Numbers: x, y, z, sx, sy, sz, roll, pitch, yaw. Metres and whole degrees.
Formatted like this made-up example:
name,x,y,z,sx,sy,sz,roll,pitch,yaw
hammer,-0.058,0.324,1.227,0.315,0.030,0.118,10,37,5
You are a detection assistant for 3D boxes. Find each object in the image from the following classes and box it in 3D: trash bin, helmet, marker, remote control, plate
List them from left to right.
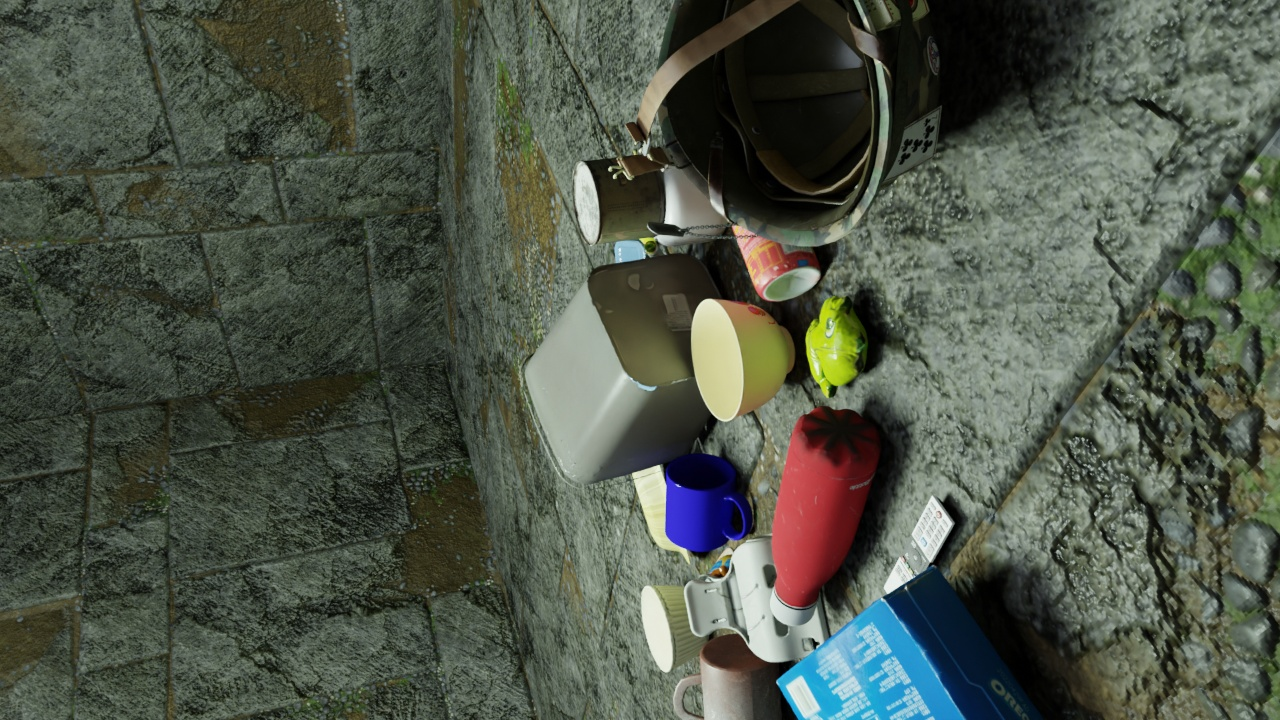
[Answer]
name,x,y,z,sx,sy,sz,roll,pitch,yaw
trash bin,-0.006,0.006,1.056,0.197,0.197,0.221,65,151,21
plate,0.018,0.184,1.208,0.184,0.036,0.184,160,92,-88
marker,0.025,-0.115,1.065,0.146,0.017,0.017,29,-132,-77
helmet,0.089,-0.183,0.600,0.193,0.235,0.224,-43,54,51
remote control,0.220,0.154,0.721,0.124,0.011,0.028,99,155,-43

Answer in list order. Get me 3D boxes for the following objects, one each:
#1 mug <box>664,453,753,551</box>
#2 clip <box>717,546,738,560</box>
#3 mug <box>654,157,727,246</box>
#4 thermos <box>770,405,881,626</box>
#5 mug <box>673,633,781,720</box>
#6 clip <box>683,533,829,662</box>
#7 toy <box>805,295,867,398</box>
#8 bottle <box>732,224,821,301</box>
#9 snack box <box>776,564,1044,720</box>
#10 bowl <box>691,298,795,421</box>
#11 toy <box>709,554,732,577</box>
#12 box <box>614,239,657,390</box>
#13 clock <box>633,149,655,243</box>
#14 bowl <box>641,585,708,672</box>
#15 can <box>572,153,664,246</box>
name,x,y,z,sx,sy,sz,roll,pitch,yaw
mug,0.081,0.169,1.058,0.111,0.079,0.084,22,123,36
clip,0.102,0.241,1.085,0.061,0.049,0.025,57,-167,-61
mug,0.044,-0.177,1.002,0.115,0.068,0.094,-126,32,-54
thermos,0.154,0.151,0.819,0.073,0.073,0.240,-120,27,-48
mug,0.097,0.371,1.024,0.096,0.123,0.110,-31,-62,-79
clip,0.122,0.246,0.952,0.151,0.089,0.125,-17,79,35
toy,0.164,-0.011,0.778,0.093,0.036,0.094,-138,40,-71
bottle,0.114,-0.125,0.832,0.062,0.062,0.137,115,143,-60
snack box,0.209,0.288,0.688,0.195,0.056,0.239,58,153,23
bowl,0.106,-0.005,0.887,0.118,0.074,0.118,171,90,-72
toy,0.122,0.261,1.016,0.090,0.070,0.103,-10,103,55
box,0.012,-0.065,1.234,0.067,0.052,0.210,13,115,47
clock,0.007,-0.195,1.125,0.119,0.057,0.083,93,159,-50
bowl,0.049,0.356,1.244,0.115,0.062,0.115,170,90,-72
can,-0.024,-0.171,0.978,0.090,0.074,0.090,169,90,-71
